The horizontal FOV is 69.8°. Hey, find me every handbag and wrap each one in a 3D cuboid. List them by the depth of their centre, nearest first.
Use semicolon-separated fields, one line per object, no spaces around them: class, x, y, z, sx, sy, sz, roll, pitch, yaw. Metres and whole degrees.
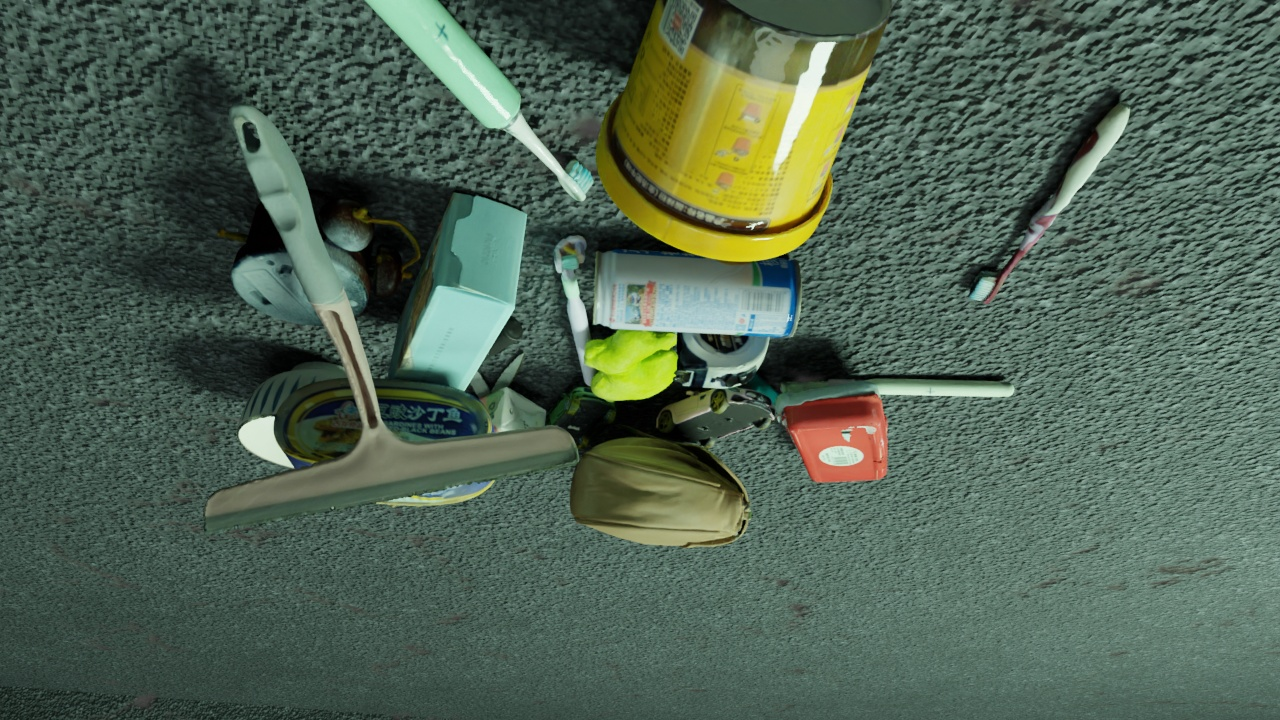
handbag;0.013;0.113;0.811;0.148;0.099;0.204;9;173;-3

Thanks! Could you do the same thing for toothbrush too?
toothbrush;-0.088;-0.148;0.466;0.026;0.027;0.224;25;168;40
toothbrush;0.245;-0.090;0.565;0.017;0.016;0.188;12;150;1
toothbrush;-0.043;-0.028;0.679;0.021;0.029;0.189;37;159;20
toothbrush;0.211;0.024;0.757;0.189;0.020;0.029;-1;-170;2

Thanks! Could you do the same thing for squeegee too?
squeegee;-0.183;-0.029;0.539;0.248;0.040;0.250;-10;115;6

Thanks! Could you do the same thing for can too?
can;0.036;-0.045;0.611;0.134;0.053;0.053;3;150;-3
can;-0.170;0.054;0.621;0.148;0.074;0.049;4;146;5

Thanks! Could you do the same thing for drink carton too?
drink carton;-0.143;0.070;0.799;0.123;0.045;0.053;-24;139;32

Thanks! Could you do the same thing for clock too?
clock;-0.200;-0.066;0.583;0.122;0.055;0.082;-7;148;12

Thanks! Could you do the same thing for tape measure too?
tape measure;0.057;-0.013;0.652;0.066;0.065;0.034;5;154;-2

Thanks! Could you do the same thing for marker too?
marker;-0.142;0.000;0.722;0.132;0.020;0.022;-28;155;36

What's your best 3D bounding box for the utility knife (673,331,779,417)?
utility knife;0.072;0.009;0.742;0.029;0.013;0.186;-19;144;30

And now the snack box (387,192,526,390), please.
snack box;-0.129;-0.030;0.621;0.051;0.074;0.175;14;147;-20

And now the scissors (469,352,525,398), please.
scissors;-0.130;0.041;0.805;0.178;0.014;0.159;-25;141;35

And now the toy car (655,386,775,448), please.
toy car;0.061;0.044;0.773;0.056;0.037;0.123;20;153;-30

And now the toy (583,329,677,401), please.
toy;-0.004;0.004;0.712;0.097;0.031;0.100;-24;149;26

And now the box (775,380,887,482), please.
box;0.166;0.061;0.783;0.087;0.046;0.201;-6;159;15

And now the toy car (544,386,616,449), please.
toy car;-0.055;0.048;0.791;0.043;0.036;0.091;17;147;-23

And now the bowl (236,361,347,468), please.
bowl;-0.267;0.043;0.761;0.116;0.066;0.117;2;150;1

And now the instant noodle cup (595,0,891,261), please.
instant noodle cup;0.047;-0.126;0.418;0.118;0.118;0.115;7;142;-10
